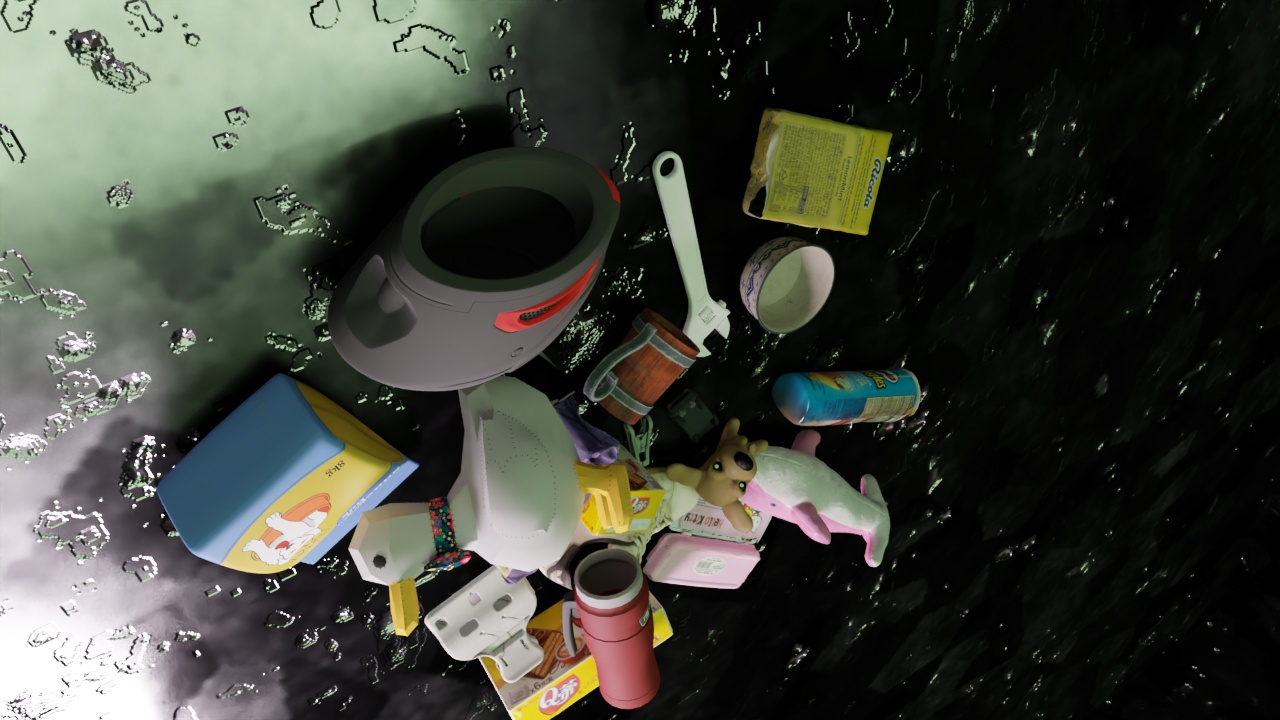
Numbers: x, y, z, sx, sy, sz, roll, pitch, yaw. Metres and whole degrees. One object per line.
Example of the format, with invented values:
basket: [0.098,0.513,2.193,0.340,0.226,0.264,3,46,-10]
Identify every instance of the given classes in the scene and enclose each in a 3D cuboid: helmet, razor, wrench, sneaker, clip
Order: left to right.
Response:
helmet: [-0.145,-0.067,0.811,0.264,0.164,0.170,-28,161,-24]
clip: [-0.181,0.321,1.130,0.125,0.091,0.151,-34,121,-10]
razor: [-0.129,-0.003,0.947,0.057,0.060,0.156,-34,115,4]
sneaker: [-0.017,0.212,1.140,0.241,0.102,0.089,-20,130,-24]
clip: [-0.001,0.100,1.131,0.035,0.023,0.074,-22,132,-23]
wrench: [0.055,-0.112,1.027,0.066,0.018,0.274,-30,132,-15]

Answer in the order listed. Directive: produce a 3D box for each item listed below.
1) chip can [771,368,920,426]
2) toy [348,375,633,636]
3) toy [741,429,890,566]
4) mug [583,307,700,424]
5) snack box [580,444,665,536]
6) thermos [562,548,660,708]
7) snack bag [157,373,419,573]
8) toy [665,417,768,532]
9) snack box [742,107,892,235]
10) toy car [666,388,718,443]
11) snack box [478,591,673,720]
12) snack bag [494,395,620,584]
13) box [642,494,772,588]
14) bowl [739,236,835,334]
chip can: [0.286,0.052,1.269,0.229,0.080,0.080,-1,120,-35]
toy: [-0.147,0.136,0.902,0.267,0.141,0.246,-2,84,-12]
toy: [0.231,0.195,1.290,0.265,0.186,0.128,26,136,-20]
mug: [-0.006,0.006,1.015,0.111,0.081,0.117,-52,153,11]
snack box: [-0.039,0.149,1.079,0.083,0.106,0.061,4,115,-38]
thermos: [-0.037,0.318,1.080,0.108,0.083,0.199,-2,125,9]
snack bag: [-0.318,0.123,0.875,0.159,0.102,0.205,-43,152,-3]
toy: [0.112,0.136,1.173,0.106,0.134,0.108,-47,-172,44]
snack box: [0.196,-0.211,1.030,0.180,0.045,0.121,1,107,-35]
toy car: [0.064,0.068,1.144,0.046,0.034,0.112,-42,150,0]
snack box: [-0.084,0.370,1.197,0.230,0.110,0.062,-31,127,-15]
snack bag: [-0.108,0.148,1.037,0.058,0.096,0.205,25,104,-50]
box: [0.106,0.255,1.302,0.201,0.045,0.155,18,108,-43]
bowl: [0.167,-0.096,1.088,0.115,0.059,0.116,-19,129,-25]
